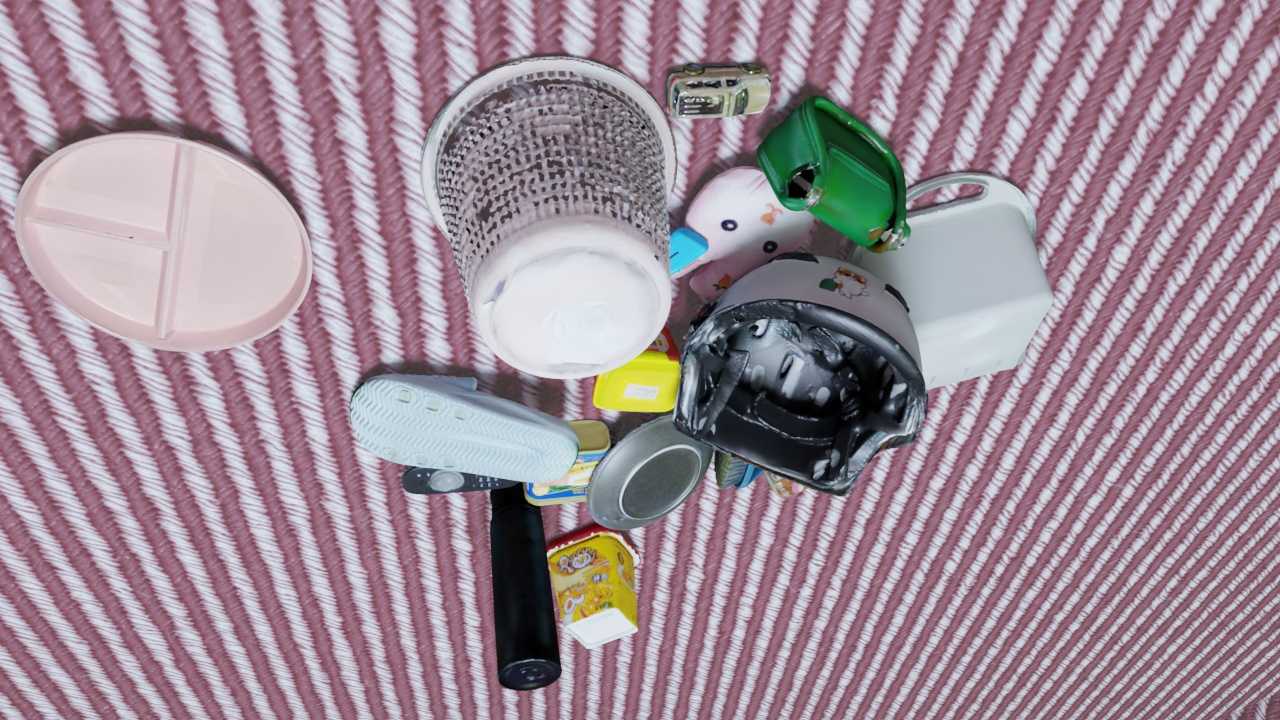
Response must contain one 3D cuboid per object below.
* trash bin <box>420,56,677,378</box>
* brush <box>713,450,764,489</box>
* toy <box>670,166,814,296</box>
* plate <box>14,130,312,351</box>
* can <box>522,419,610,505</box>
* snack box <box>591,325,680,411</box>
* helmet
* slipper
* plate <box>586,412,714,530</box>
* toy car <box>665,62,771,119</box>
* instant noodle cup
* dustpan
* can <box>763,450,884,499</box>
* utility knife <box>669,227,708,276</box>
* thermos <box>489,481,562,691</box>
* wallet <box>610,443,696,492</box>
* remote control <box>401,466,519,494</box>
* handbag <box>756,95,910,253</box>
[{"bbox_3d":[-0.064,-0.100,0.752,0.227,0.191,0.228,-7,136,-7],"label":"trash bin"},{"bbox_3d":[0.131,0.098,1.090,0.073,0.055,0.144,-2,134,-11],"label":"brush"},{"bbox_3d":[0.087,-0.117,0.871,0.121,0.054,0.160,21,134,-28],"label":"toy"},{"bbox_3d":[-0.402,-0.099,0.790,0.229,0.028,0.230,-7,134,-7],"label":"plate"},{"bbox_3d":[-0.084,0.117,1.059,0.102,0.057,0.083,-4,132,-10],"label":"can"},{"bbox_3d":[-0.006,0.006,0.948,0.091,0.080,0.082,3,133,-16],"label":"snack box"},{"bbox_3d":[0.159,-0.005,0.881,0.230,0.156,0.275,20,141,4],"label":"helmet"},{"bbox_3d":[-0.183,0.063,0.967,0.245,0.074,0.104,13,124,-2],"label":"slipper"},{"bbox_3d":[0.020,0.138,1.083,0.179,0.024,0.180,-22,137,-23],"label":"plate"},{"bbox_3d":[0.067,-0.223,0.770,0.090,0.035,0.042,-6,136,-11],"label":"toy car"},{"bbox_3d":[-0.059,0.295,1.195,0.116,0.123,0.116,-24,134,10],"label":"instant noodle cup"},{"bbox_3d":[0.316,-0.073,0.979,0.222,0.142,0.258,-14,160,-2],"label":"dustpan"},{"bbox_3d":[0.226,0.116,1.128,0.147,0.057,0.058,-28,134,15],"label":"can"},{"bbox_3d":[-0.020,-0.065,0.895,0.034,0.018,0.217,42,130,-18],"label":"utility knife"},{"bbox_3d":[-0.129,0.252,1.051,0.068,0.242,0.090,-28,133,15],"label":"thermos"},{"bbox_3d":[0.017,0.135,1.128,0.096,0.020,0.122,-17,135,-3],"label":"wallet"},{"bbox_3d":[-0.208,0.132,1.068,0.136,0.024,0.053,-3,136,-8],"label":"remote control"},{"bbox_3d":[0.173,-0.158,0.799,0.131,0.120,0.068,22,132,-33],"label":"handbag"}]
